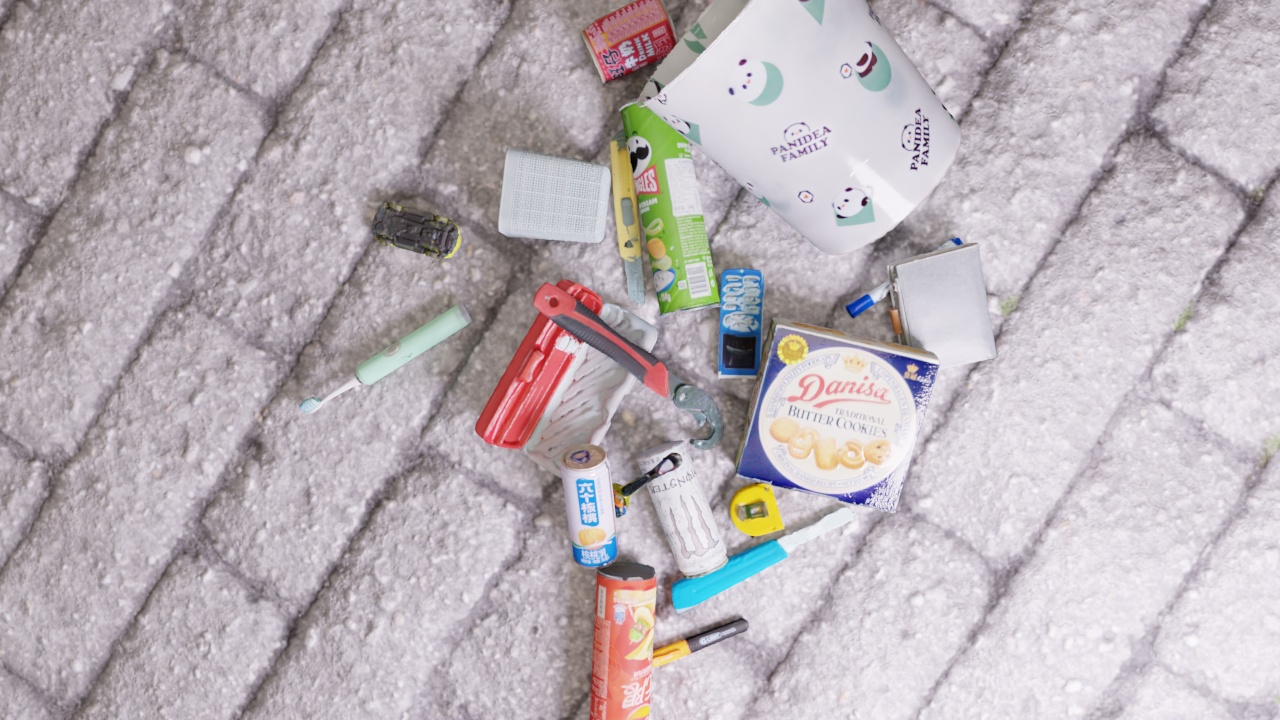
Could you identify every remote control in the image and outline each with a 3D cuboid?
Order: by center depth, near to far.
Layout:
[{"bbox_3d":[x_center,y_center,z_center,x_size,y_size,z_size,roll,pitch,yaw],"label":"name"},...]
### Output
[{"bbox_3d":[0.112,-0.040,1.031,0.049,0.024,0.125,2,96,2],"label":"remote control"}]

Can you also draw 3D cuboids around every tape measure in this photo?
[{"bbox_3d":[0.130,0.170,1.038,0.057,0.029,0.060,-17,91,3],"label":"tape measure"}]

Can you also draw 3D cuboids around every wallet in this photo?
[{"bbox_3d":[0.329,-0.056,1.015,0.106,0.037,0.130,-13,103,4],"label":"wallet"}]

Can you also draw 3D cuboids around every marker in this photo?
[{"bbox_3d":[0.295,-0.093,1.026,0.146,0.017,0.017,-33,91,3],"label":"marker"},{"bbox_3d":[0.067,0.324,1.054,0.124,0.015,0.018,-22,96,1],"label":"marker"}]

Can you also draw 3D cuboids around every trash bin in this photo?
[{"bbox_3d":[0.163,-0.253,0.908,0.252,0.229,0.229,41,93,-17],"label":"trash bin"}]

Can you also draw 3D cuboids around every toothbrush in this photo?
[{"bbox_3d":[-0.291,0.001,1.047,0.224,0.027,0.026,-31,52,3],"label":"toothbrush"}]

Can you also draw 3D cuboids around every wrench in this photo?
[{"bbox_3d":[-0.006,0.006,0.996,0.273,0.016,0.056,40,75,-21],"label":"wrench"}]

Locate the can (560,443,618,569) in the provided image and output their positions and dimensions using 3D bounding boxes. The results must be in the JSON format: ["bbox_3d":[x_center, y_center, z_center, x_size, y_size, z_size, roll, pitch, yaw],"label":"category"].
[{"bbox_3d":[-0.055,0.160,1.006,0.053,0.053,0.135,-4,118,2],"label":"can"}]

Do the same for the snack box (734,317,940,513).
[{"bbox_3d":[0.212,0.060,1.008,0.178,0.045,0.183,13,104,2],"label":"snack box"}]

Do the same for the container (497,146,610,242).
[{"bbox_3d":[-0.091,-0.176,1.002,0.111,0.090,0.090,6,93,-1],"label":"container"}]

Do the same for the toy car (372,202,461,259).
[{"bbox_3d":[-0.252,-0.146,1.037,0.105,0.032,0.048,16,93,13],"label":"toy car"}]

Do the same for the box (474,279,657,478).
[{"bbox_3d":[-0.078,0.024,1.005,0.100,0.110,0.201,31,93,29],"label":"box"}]

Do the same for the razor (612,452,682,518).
[{"bbox_3d":[-0.001,0.134,1.000,0.143,0.022,0.042,-38,84,44],"label":"razor"}]

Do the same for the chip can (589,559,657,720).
[{"bbox_3d":[-0.021,0.339,1.030,0.073,0.073,0.216,2,93,2],"label":"chip can"}]

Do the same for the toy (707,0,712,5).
[{"bbox_3d":[0.151,-0.416,1.001,0.121,0.054,0.159,43,85,-1],"label":"toy"}]

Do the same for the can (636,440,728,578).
[{"bbox_3d":[0.047,0.165,1.026,0.058,0.058,0.146,-21,91,3],"label":"can"}]

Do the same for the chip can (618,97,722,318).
[{"bbox_3d":[0.033,-0.168,1.004,0.072,0.072,0.236,-11,92,2],"label":"chip can"}]

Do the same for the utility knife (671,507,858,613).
[{"bbox_3d":[0.139,0.224,1.044,0.234,0.018,0.034,-27,90,4],"label":"utility knife"}]

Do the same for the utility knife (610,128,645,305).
[{"bbox_3d":[-0.013,-0.162,1.038,0.031,0.021,0.201,-5,97,8],"label":"utility knife"}]

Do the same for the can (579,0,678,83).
[{"bbox_3d":[-0.012,-0.350,1.001,0.094,0.066,0.066,-25,91,3],"label":"can"}]
